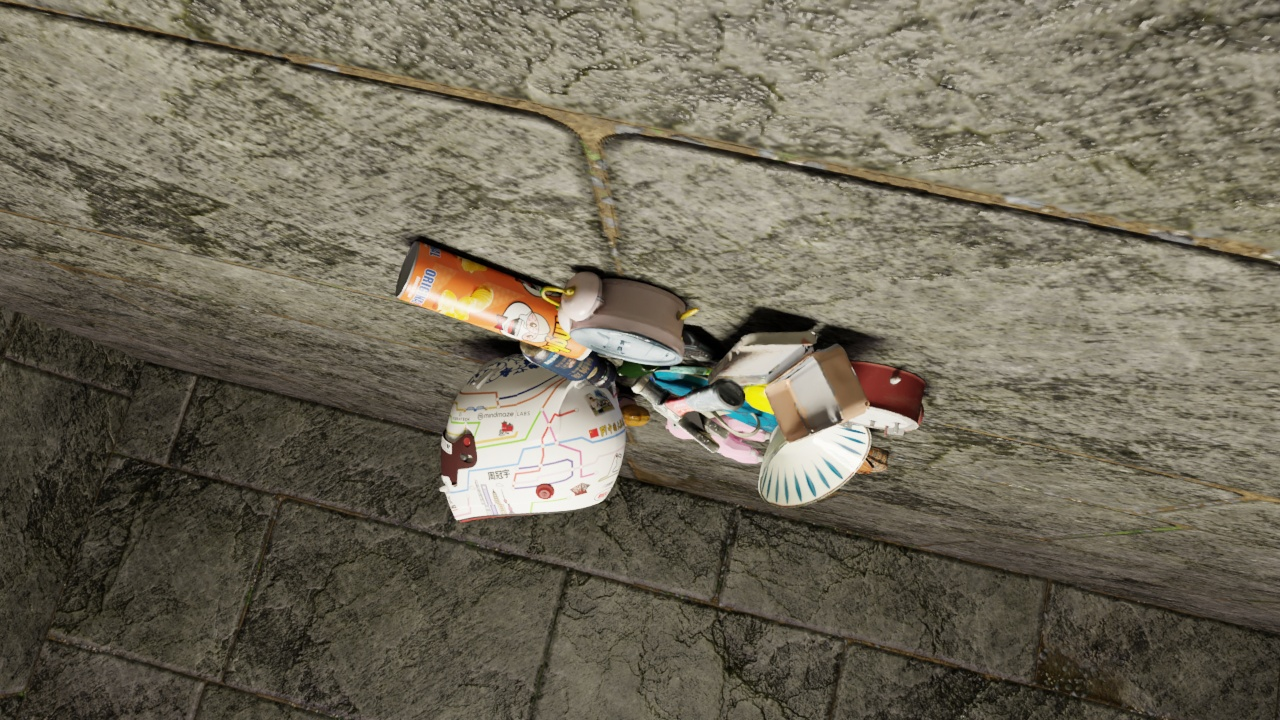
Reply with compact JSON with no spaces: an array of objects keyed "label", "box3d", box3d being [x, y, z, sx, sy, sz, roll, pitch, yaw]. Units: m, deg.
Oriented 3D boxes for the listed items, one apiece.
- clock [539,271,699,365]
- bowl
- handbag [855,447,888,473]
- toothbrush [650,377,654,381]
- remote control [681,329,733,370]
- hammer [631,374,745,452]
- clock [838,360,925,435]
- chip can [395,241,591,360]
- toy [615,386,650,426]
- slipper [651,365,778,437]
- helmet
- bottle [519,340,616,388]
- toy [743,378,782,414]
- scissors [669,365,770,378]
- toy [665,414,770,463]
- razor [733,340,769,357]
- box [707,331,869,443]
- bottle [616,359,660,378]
[{"label":"clock","box3d":[-0.027,-0.044,0.928,0.158,0.058,0.117,15,167,-4]},{"label":"bowl","box3d":[0.233,0.126,1.309,0.177,0.178,0.071,24,-155,-41]},{"label":"handbag","box3d":[0.300,0.139,1.459,0.195,0.043,0.094,23,164,-23]},{"label":"toothbrush","box3d":[0.025,0.043,1.359,0.011,0.016,0.187,5,170,5]},{"label":"remote control","box3d":[0.073,-0.011,1.061,0.045,0.021,0.140,10,172,27]},{"label":"hammer","box3d":[0.073,0.054,1.087,0.140,0.036,0.326,38,170,-4]},{"label":"clock","box3d":[0.262,0.052,1.030,0.110,0.061,0.156,7,167,28]},{"label":"chip can","box3d":[-0.148,-0.061,0.976,0.210,0.062,0.062,19,167,-25]},{"label":"toy","box3d":[-0.054,0.079,1.488,0.132,0.076,0.176,-14,-169,-44]},{"label":"slipper","box3d":[0.116,0.074,1.310,0.118,0.060,0.294,8,167,45]},{"label":"helmet","box3d":[-0.171,0.108,1.364,0.315,0.236,0.230,-11,-177,32]},{"label":"bottle","box3d":[-0.089,-0.004,1.190,0.056,0.056,0.160,6,166,35]},{"label":"toy","box3d":[0.175,0.046,1.151,0.095,0.041,0.094,15,167,-15]},{"label":"scissors","box3d":[0.097,0.014,1.129,0.132,0.013,0.078,4,-178,33]},{"label":"toy","box3d":[0.122,0.115,1.478,0.158,0.067,0.123,14,170,20]},{"label":"razor","box3d":[0.123,-0.003,1.034,0.044,0.021,0.144,-3,166,2]},{"label":"box","box3d":[0.144,0.032,0.963,0.094,0.121,0.217,-26,172,-10]},{"label":"bottle","box3d":[-0.007,0.007,1.204,0.033,0.033,0.123,17,168,-15]}]
